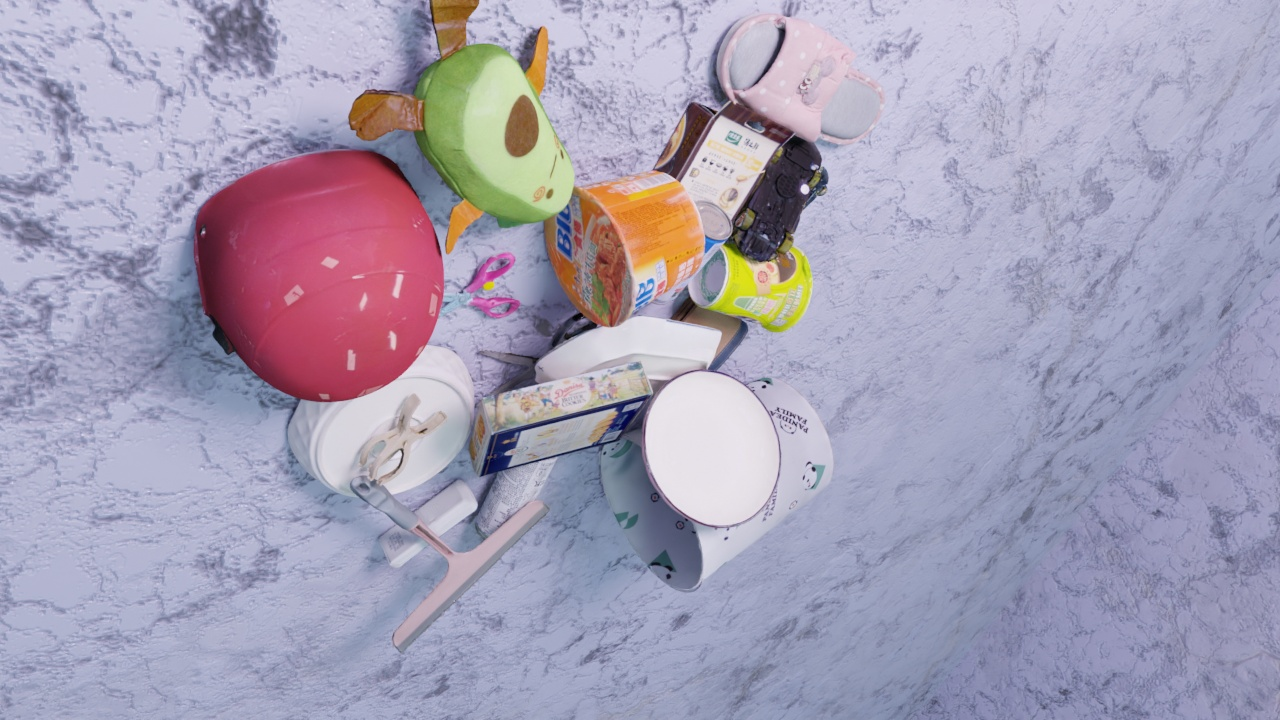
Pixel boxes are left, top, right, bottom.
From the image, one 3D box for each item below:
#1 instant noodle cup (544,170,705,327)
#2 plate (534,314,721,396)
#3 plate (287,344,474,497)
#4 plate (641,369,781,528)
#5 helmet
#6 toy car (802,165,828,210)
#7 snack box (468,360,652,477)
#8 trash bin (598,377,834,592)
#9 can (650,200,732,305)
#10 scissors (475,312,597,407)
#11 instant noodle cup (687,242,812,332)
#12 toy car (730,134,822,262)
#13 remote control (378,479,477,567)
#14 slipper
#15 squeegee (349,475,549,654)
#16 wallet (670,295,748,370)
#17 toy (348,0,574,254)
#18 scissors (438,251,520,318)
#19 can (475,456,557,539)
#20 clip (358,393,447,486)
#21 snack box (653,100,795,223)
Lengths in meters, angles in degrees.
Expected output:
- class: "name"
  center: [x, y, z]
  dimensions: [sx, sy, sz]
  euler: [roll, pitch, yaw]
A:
- class: "instant noodle cup"
  center: [-0.012, -0.123, 0.949]
  dimensions: [0.111, 0.151, 0.152]
  euler: [-27, 140, -30]
- class: "plate"
  center: [-0.006, 0.006, 1.075]
  dimensions: [0.162, 0.034, 0.265]
  euler: [-30, 160, 29]
- class: "plate"
  center: [-0.270, 0.071, 0.993]
  dimensions: [0.204, 0.045, 0.205]
  euler: [-21, 137, -22]
- class: "plate"
  center: [0.081, 0.107, 1.104]
  dimensions: [0.192, 0.192, 0.039]
  euler: [-12, 170, -31]
- class: "helmet"
  center: [-0.262, -0.050, 0.800]
  dimensions: [0.206, 0.144, 0.240]
  euler: [-19, 131, -27]
- class: "toy car"
  center: [0.191, -0.203, 1.120]
  dimensions: [0.090, 0.034, 0.043]
  euler: [-43, 138, 0]
- class: "snack box"
  center: [-0.095, 0.069, 1.032]
  dimensions: [0.182, 0.045, 0.178]
  euler: [-12, 163, -19]
- class: "trash bin"
  center: [0.110, 0.154, 1.250]
  dimensions: [0.251, 0.229, 0.230]
  euler: [-25, 139, -27]
- class: "can"
  center: [0.046, -0.118, 1.030]
  dimensions: [0.053, 0.053, 0.135]
  euler: [-8, 154, -34]
- class: "scissors"
  center: [-0.119, 0.007, 1.084]
  dimensions: [0.178, 0.014, 0.159]
  euler: [-35, 140, -5]
- class: "instant noodle cup"
  center: [0.128, -0.095, 1.119]
  dimensions: [0.123, 0.111, 0.112]
  euler: [6, 122, -34]
- class: "toy car"
  center: [0.160, -0.189, 1.068]
  dimensions: [0.070, 0.042, 0.158]
  euler: [29, 83, -19]
- class: "remote control"
  center: [-0.259, 0.196, 1.117]
  dimensions: [0.125, 0.049, 0.024]
  euler: [-38, 138, -5]
- class: "slipper"
  center: [0.189, -0.299, 1.013]
  dimensions: [0.274, 0.054, 0.114]
  euler: [10, 119, -44]
- class: "squeegee"
  center: [-0.258, 0.191, 1.051]
  dimensions: [0.247, 0.040, 0.250]
  euler: [-43, 137, -9]
- class: "wallet"
  center: [0.083, -0.035, 1.192]
  dimensions: [0.090, 0.033, 0.115]
  euler: [-50, 139, 7]
- class: "toy"
  center: [-0.132, -0.200, 0.806]
  dimensions: [0.226, 0.090, 0.246]
  euler: [-64, 149, -8]
- class: "scissors"
  center: [-0.181, -0.062, 0.967]
  dimensions: [0.133, 0.017, 0.118]
  euler: [-34, 145, -2]
- class: "can"
  center: [-0.158, 0.162, 1.159]
  dimensions: [0.058, 0.058, 0.147]
  euler: [5, 122, -42]
- class: "clip"
  center: [-0.251, 0.083, 0.959]
  dimensions: [0.100, 0.034, 0.070]
  euler: [-46, 140, -2]
- class: "snack box"
  center: [0.087, -0.221, 1.003]
  dimensions: [0.113, 0.053, 0.126]
  euler: [10, 119, -44]
